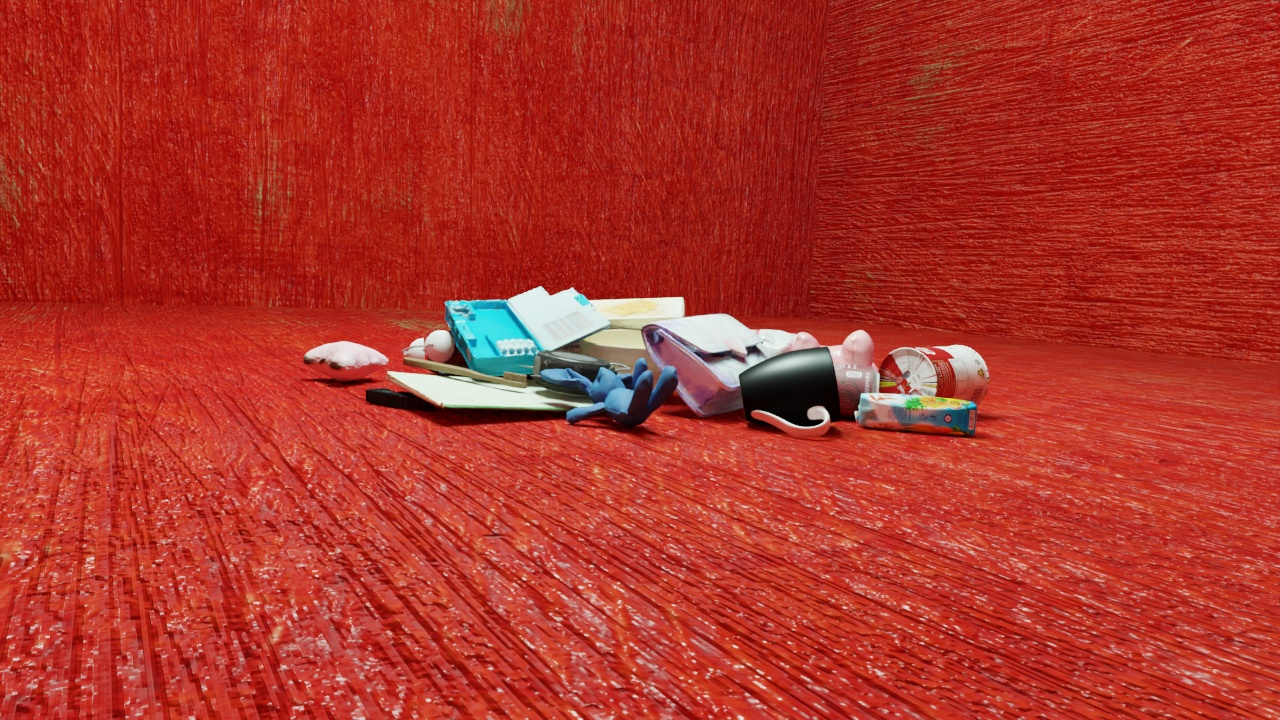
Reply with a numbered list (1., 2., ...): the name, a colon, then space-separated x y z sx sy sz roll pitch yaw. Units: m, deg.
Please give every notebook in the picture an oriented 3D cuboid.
1. notebook: -0.141 0.039 1.055 0.252 0.010 0.182 4 8 -34

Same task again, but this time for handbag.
1. handbag: 0.087 -0.005 1.096 0.126 0.069 0.158 52 30 20

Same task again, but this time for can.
1. can: 0.365 0.026 1.145 0.116 0.086 0.087 -2 8 -39
2. can: 0.225 0.035 1.096 0.114 0.063 0.063 4 6 13

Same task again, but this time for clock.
1. clock: -0.076 0.017 1.079 0.122 0.044 0.091 8 6 -19
2. clock: -0.268 -0.012 1.299 0.137 0.048 0.096 2 -12 -40

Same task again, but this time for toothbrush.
1. toothbrush: -0.209 0.012 1.085 0.167 0.016 0.016 10 7 19

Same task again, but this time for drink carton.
1. drink carton: 0.305 0.059 1.021 0.129 0.038 0.044 4 6 13

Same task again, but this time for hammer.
1. hammer: -0.185 0.037 1.145 0.095 0.015 0.324 7 6 32

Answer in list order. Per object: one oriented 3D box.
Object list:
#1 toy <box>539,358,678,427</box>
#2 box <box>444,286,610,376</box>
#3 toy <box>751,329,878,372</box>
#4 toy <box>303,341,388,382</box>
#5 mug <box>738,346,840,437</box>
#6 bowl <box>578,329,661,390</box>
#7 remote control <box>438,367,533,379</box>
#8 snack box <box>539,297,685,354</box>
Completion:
1. toy: -0.019 0.033 0.970 0.112 0.071 0.177 -4 5 -34
2. box: -0.154 -0.044 1.211 0.185 0.056 0.227 -13 25 -16
3. toy: 0.201 0.008 1.193 0.213 0.084 0.142 7 -22 24
4. toy: -0.381 0.001 1.208 0.099 0.053 0.095 7 4 41
5. mug: 0.160 0.043 0.984 0.100 0.085 0.118 -9 35 6
6. bowl: -0.007 0.007 1.190 0.151 0.075 0.150 3 11 -1
7. remote control: -0.202 0.021 1.267 0.150 0.022 0.047 0 7 -13
8. snack box: -0.039 -0.031 1.305 0.208 0.104 0.057 -2 36 6
